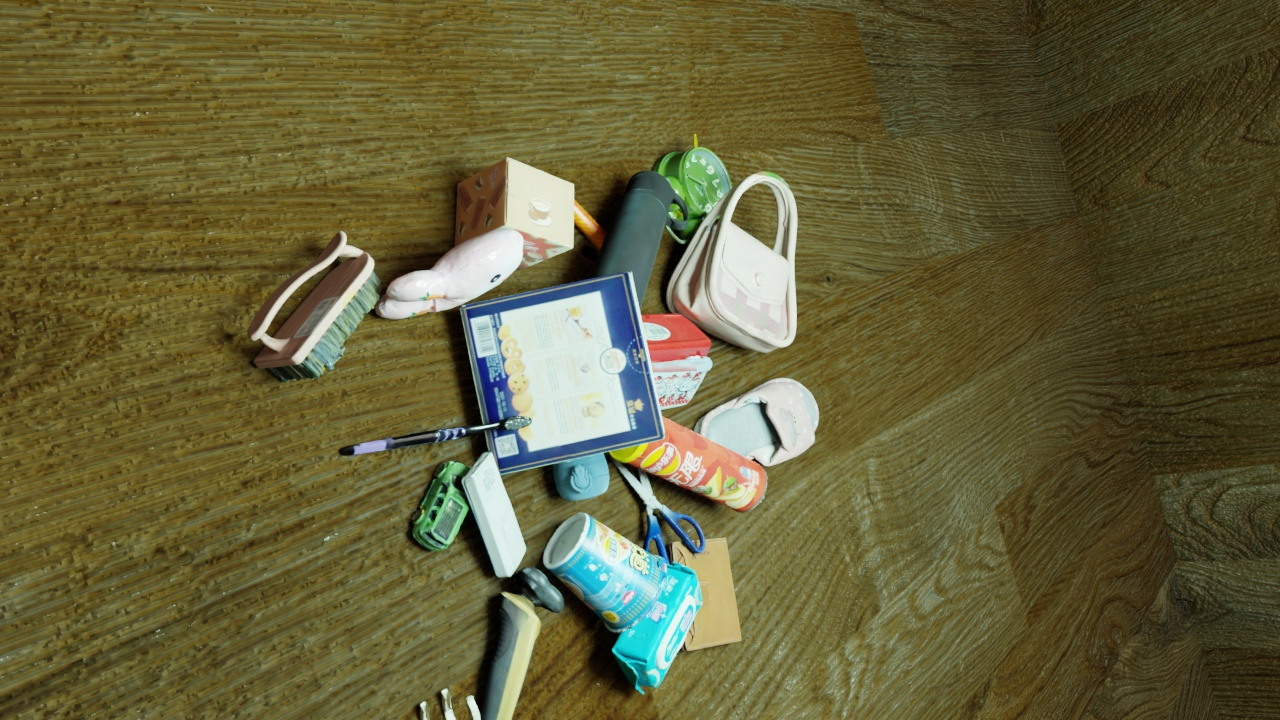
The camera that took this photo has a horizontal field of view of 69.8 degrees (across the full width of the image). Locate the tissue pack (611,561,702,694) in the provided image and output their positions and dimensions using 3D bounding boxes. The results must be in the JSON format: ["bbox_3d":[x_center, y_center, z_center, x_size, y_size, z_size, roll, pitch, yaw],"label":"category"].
[{"bbox_3d":[0.020,0.299,1.024,0.133,0.050,0.093,-58,155,-25],"label":"tissue pack"}]

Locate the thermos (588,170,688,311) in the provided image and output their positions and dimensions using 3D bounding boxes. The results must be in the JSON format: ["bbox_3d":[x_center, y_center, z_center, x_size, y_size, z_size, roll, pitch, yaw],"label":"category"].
[{"bbox_3d":[-0.001,-0.132,1.093,0.090,0.069,0.241,15,48,3],"label":"thermos"}]

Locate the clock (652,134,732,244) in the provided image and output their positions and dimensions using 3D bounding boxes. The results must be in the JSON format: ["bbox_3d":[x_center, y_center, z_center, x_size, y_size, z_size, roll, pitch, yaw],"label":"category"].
[{"bbox_3d":[0.068,-0.223,1.250,0.116,0.056,0.160,47,51,-26],"label":"clock"}]

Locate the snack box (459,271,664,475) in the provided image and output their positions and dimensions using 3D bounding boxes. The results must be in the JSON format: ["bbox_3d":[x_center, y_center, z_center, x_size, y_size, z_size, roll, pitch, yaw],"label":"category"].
[{"bbox_3d":[-0.080,0.013,0.959,0.182,0.046,0.178,-12,86,-2],"label":"snack box"}]

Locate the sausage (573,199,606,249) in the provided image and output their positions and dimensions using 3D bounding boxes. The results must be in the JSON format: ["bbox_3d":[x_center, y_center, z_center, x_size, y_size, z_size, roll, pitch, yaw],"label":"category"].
[{"bbox_3d":[-0.050,-0.150,1.134,0.165,0.022,0.021,45,51,-29],"label":"sausage"}]

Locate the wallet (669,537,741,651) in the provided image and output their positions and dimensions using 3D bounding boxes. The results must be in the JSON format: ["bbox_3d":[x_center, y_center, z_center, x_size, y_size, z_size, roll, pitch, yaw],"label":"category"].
[{"bbox_3d":[0.073,0.289,1.137,0.118,0.035,0.130,7,70,-48],"label":"wallet"}]

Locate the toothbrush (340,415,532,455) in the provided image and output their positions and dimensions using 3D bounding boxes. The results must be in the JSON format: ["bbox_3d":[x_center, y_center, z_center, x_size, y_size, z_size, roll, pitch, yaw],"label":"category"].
[{"bbox_3d":[-0.193,0.073,0.887,0.188,0.017,0.014,-8,97,-26],"label":"toothbrush"}]

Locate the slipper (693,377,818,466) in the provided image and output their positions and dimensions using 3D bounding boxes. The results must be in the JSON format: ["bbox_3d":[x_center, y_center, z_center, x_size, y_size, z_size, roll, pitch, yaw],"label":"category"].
[{"bbox_3d":[0.176,0.089,1.277,0.273,0.055,0.114,-13,89,-45],"label":"slipper"}]

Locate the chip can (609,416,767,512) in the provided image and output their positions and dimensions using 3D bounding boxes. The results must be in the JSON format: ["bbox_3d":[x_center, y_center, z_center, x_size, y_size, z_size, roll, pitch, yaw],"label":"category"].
[{"bbox_3d":[0.060,0.123,1.117,0.216,0.073,0.073,29,59,-36],"label":"chip can"}]

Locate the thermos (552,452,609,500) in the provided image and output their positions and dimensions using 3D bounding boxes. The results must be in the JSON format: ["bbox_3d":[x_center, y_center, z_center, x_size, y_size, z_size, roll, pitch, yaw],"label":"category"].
[{"bbox_3d":[-0.083,0.043,1.014,0.070,0.070,0.220,-9,85,-47],"label":"thermos"}]

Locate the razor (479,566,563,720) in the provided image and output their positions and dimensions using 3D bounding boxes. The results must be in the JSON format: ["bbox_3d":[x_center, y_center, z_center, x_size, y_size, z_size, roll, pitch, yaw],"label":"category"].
[{"bbox_3d":[-0.123,0.292,0.917,0.067,0.062,0.167,17,69,-10],"label":"razor"}]

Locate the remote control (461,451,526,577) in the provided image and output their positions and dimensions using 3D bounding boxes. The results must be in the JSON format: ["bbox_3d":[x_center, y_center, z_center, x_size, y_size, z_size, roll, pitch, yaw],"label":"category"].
[{"bbox_3d":[-0.145,0.156,0.923,0.048,0.024,0.125,-62,140,-60],"label":"remote control"}]

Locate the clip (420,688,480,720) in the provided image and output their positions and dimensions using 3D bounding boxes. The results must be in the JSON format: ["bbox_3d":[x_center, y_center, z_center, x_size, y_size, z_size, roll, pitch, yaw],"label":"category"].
[{"bbox_3d":[-0.182,0.357,0.864,0.034,0.087,0.104,-21,123,-48],"label":"clip"}]

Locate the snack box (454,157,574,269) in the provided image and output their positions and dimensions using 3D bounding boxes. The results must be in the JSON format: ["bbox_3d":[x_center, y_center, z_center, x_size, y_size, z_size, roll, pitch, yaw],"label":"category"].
[{"bbox_3d":[-0.136,-0.156,0.993,0.092,0.095,0.077,14,69,-43],"label":"snack box"}]

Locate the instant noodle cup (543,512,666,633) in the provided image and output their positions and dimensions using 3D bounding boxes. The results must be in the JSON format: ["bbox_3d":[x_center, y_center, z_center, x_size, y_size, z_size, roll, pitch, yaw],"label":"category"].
[{"bbox_3d":[-0.043,0.223,0.994,0.110,0.099,0.099,42,52,-19],"label":"instant noodle cup"}]

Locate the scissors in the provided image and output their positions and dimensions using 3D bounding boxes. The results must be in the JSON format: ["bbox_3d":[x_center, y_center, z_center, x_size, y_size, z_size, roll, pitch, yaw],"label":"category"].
[{"bbox_3d":[0.017,0.185,1.100,0.162,0.012,0.162,32,53,-23],"label":"scissors"}]

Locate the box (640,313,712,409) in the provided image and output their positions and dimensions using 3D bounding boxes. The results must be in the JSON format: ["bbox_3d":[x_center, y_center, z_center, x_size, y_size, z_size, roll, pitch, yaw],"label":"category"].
[{"bbox_3d":[-0.007,0.005,1.124,0.200,0.100,0.095,-5,41,-47],"label":"box"}]

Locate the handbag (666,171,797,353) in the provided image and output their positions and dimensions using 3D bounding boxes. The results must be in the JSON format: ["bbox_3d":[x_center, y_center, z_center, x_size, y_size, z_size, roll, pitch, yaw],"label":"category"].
[{"bbox_3d":[0.147,-0.141,1.241,0.193,0.093,0.234,25,79,-43],"label":"handbag"}]

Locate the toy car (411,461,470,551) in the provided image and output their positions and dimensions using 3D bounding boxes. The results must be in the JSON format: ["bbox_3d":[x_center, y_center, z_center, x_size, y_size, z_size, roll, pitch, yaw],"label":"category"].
[{"bbox_3d":[-0.189,0.141,0.902,0.043,0.036,0.091,40,49,-30],"label":"toy car"}]

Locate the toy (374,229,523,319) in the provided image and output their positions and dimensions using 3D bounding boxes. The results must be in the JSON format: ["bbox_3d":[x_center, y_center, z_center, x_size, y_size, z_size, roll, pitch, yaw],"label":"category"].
[{"bbox_3d":[-0.186,-0.083,0.912,0.159,0.122,0.054,-29,89,-31],"label":"toy"}]

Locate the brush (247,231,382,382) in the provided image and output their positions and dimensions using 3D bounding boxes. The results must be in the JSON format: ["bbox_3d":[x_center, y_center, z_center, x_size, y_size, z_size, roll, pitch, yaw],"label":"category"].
[{"bbox_3d":[-0.289,-0.051,0.829,0.073,0.063,0.145,55,45,-34],"label":"brush"}]
